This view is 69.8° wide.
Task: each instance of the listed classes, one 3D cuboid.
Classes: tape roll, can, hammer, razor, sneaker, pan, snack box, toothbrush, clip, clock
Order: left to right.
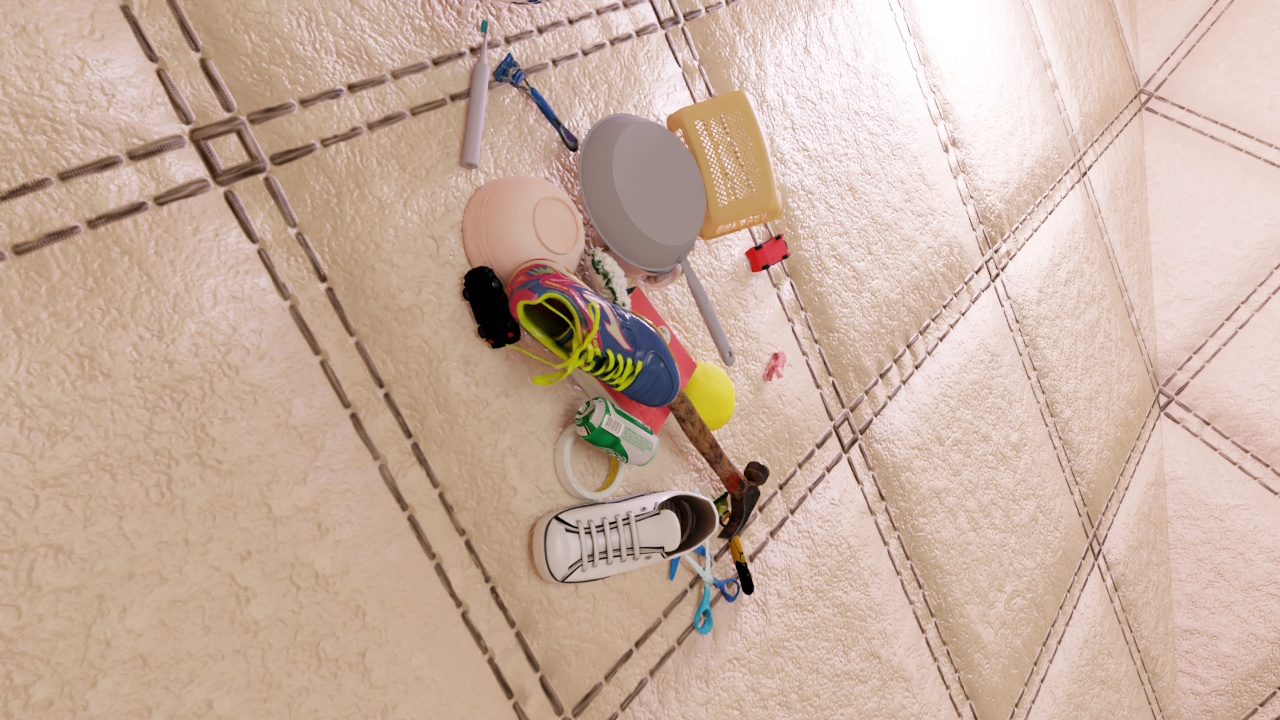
[{"bbox_3d":[-0.186,-0.308,1.052,0.019,0.018,0.187,18,69,-42],"label":"toothbrush"},{"bbox_3d":[-0.119,-0.310,1.117,0.141,0.018,0.043,46,53,-28],"label":"razor"},{"bbox_3d":[-0.059,0.117,1.084,0.094,0.019,0.094,11,74,-43],"label":"tape roll"},{"bbox_3d":[-0.051,-0.009,1.013,0.241,0.116,0.091,37,24,-24],"label":"sneaker"},{"bbox_3d":[-0.028,0.084,1.068,0.101,0.053,0.053,34,59,-34],"label":"can"},{"bbox_3d":[-0.007,0.007,1.143,0.142,0.040,0.144,51,51,-24],"label":"snack box"},{"bbox_3d":[-0.005,0.202,1.059,0.244,0.097,0.091,-2,82,-39],"label":"sneaker"},{"bbox_3d":[0.010,-0.158,1.182,0.157,0.059,0.116,18,70,-41],"label":"clock"},{"bbox_3d":[0.047,-0.145,1.147,0.200,0.051,0.356,-44,110,-40],"label":"pan"},{"bbox_3d":[0.060,0.084,1.149,0.330,0.033,0.119,54,51,-29],"label":"hammer"},{"bbox_3d":[0.126,0.251,1.237,0.043,0.021,0.144,-27,103,-44],"label":"razor"},{"bbox_3d":[0.204,0.008,1.353,0.059,0.045,0.023,-49,119,-24],"label":"clip"}]

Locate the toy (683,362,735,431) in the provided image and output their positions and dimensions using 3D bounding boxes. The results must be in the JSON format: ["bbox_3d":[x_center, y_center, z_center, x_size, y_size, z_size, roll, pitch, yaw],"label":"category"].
[{"bbox_3d":[0.090,0.048,1.229,0.094,0.041,0.095,37,58,-26],"label":"toy"}]

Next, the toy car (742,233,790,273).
[{"bbox_3d":[0.193,-0.162,1.385,0.089,0.025,0.038,-30,102,-44],"label":"toy car"}]

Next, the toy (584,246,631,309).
[{"bbox_3d":[-0.041,-0.097,1.094,0.041,0.109,0.096,-26,107,-7],"label":"toy"}]

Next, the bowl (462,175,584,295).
[{"bbox_3d":[-0.118,-0.145,1.043,0.152,0.076,0.153,11,74,-43],"label":"bowl"}]

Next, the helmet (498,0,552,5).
[{"bbox_3d":[-0.117,-0.525,1.016,0.313,0.231,0.236,-46,145,-35],"label":"helmet"}]

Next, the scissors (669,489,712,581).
[{"bbox_3d":[0.053,0.220,1.178,0.125,0.014,0.130,44,57,-27],"label":"scissors"}]

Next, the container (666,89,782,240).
[{"bbox_3d":[0.120,-0.271,1.271,0.167,0.129,0.183,-53,126,-84],"label":"container"}]

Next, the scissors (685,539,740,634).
[{"bbox_3d":[0.095,0.286,1.196,0.118,0.014,0.129,-4,89,-46],"label":"scissors"}]

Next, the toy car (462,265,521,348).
[{"bbox_3d":[-0.162,-0.060,1.008,0.092,0.042,0.036,69,23,-8],"label":"toy car"}]
